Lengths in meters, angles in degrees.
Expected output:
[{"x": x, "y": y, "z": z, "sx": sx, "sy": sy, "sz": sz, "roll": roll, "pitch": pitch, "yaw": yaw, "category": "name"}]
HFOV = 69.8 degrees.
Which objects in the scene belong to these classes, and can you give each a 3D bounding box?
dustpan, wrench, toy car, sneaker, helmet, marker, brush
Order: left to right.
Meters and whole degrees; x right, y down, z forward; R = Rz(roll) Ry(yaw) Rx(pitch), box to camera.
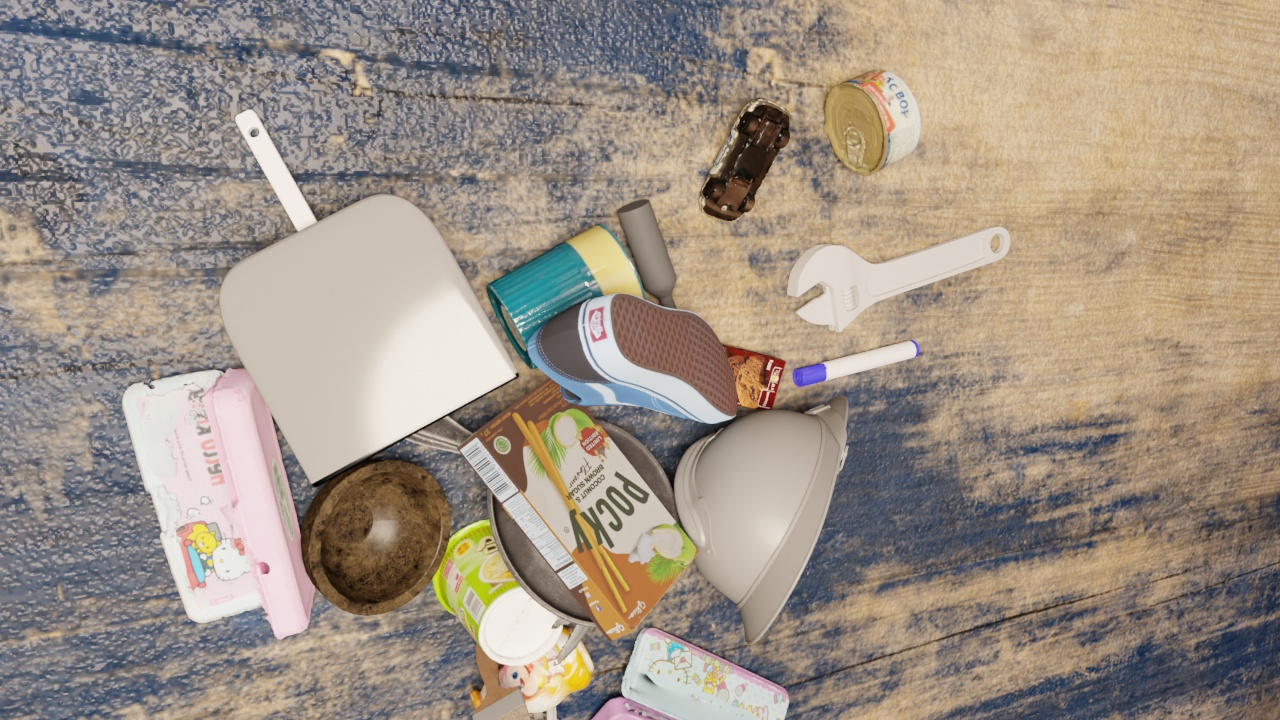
[{"x": -0.220, "y": -0.063, "z": 0.654, "sx": 0.163, "sy": 0.033, "sz": 0.257, "roll": -29, "pitch": 95, "yaw": -7, "category": "dustpan"}, {"x": -0.122, "y": 0.271, "z": 0.767, "sx": 0.045, "sy": 0.143, "sz": 0.008, "roll": -28, "pitch": 112, "yaw": -7, "category": "brush"}, {"x": -0.004, "y": 0.004, "z": 0.741, "sx": 0.241, "sy": 0.098, "sz": 0.083, "roll": 23, "pitch": 57, "yaw": -57, "category": "sneaker"}, {"x": 0.090, "y": -0.176, "z": 0.810, "sx": 0.048, "sy": 0.040, "sz": 0.113, "roll": 17, "pitch": 113, "yaw": -27, "category": "toy car"}, {"x": 0.091, "y": 0.110, "z": 0.811, "sx": 0.118, "sy": 0.270, "sz": 0.184, "roll": 25, "pitch": 128, "yaw": 2, "category": "helmet"}, {"x": 0.218, "y": 0.002, "z": 0.923, "sx": 0.141, "sy": 0.020, "sz": 0.020, "roll": -13, "pitch": 108, "yaw": -21, "category": "marker"}, {"x": 0.266, "y": -0.099, "z": 0.921, "sx": 0.272, "sy": 0.018, "sz": 0.087, "roll": -19, "pitch": 109, "yaw": -21, "category": "wrench"}]

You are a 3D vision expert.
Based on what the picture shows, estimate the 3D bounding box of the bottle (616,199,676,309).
[{"x": 0.012, "y": -0.082, "z": 0.801, "sx": 0.030, "sy": 0.030, "sz": 0.113, "roll": -27, "pitch": 113, "yaw": -16, "category": "bottle"}]

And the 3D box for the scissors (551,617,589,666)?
[{"x": -0.029, "y": 0.219, "z": 0.808, "sx": 0.209, "sy": 0.015, "sz": 0.147, "roll": -49, "pitch": 141, "yaw": -52, "category": "scissors"}]

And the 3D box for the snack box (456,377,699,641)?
[{"x": -0.045, "y": 0.110, "z": 0.715, "sx": 0.186, "sy": 0.032, "sz": 0.100, "roll": 52, "pitch": 43, "yaw": -1, "category": "snack box"}]

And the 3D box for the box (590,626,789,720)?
[{"x": 0.052, "y": 0.368, "z": 0.930, "sx": 0.214, "sy": 0.049, "sz": 0.150, "roll": 32, "pitch": 85, "yaw": -28, "category": "box"}]

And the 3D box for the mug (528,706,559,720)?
[{"x": -0.093, "y": 0.369, "z": 0.848, "sx": 0.084, "sy": 0.070, "sz": 0.113, "roll": 9, "pitch": 101, "yaw": -26, "category": "mug"}]

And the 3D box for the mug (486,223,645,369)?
[{"x": -0.055, "y": -0.038, "z": 0.753, "sx": 0.107, "sy": 0.083, "sz": 0.114, "roll": -30, "pitch": 117, "yaw": -15, "category": "mug"}]

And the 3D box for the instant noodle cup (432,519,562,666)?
[{"x": -0.115, "y": 0.199, "z": 0.772, "sx": 0.098, "sy": 0.108, "sz": 0.099, "roll": -7, "pitch": 107, "yaw": -23, "category": "instant noodle cup"}]

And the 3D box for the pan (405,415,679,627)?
[{"x": -0.108, "y": 0.083, "z": 0.745, "sx": 0.356, "sy": 0.055, "sz": 0.186, "roll": 34, "pitch": 46, "yaw": -19, "category": "pan"}]

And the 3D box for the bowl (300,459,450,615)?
[{"x": -0.218, "y": 0.135, "z": 0.732, "sx": 0.121, "sy": 0.056, "sz": 0.121, "roll": -7, "pitch": 100, "yaw": -44, "category": "bowl"}]

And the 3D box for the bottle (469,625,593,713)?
[{"x": -0.098, "y": 0.288, "z": 0.829, "sx": 0.108, "sy": 0.063, "sz": 0.063, "roll": -27, "pitch": 113, "yaw": -15, "category": "bottle"}]

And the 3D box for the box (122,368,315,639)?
[{"x": -0.314, "y": 0.110, "z": 0.678, "sx": 0.102, "sy": 0.087, "sz": 0.202, "roll": -10, "pitch": 108, "yaw": -9, "category": "box"}]

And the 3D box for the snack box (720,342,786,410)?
[{"x": 0.062, "y": 0.008, "z": 0.846, "sx": 0.140, "sy": 0.032, "sz": 0.051, "roll": 13, "pitch": 98, "yaw": -27, "category": "snack box"}]

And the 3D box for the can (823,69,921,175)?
[{"x": 0.207, "y": -0.214, "z": 0.825, "sx": 0.043, "sy": 0.086, "sz": 0.086, "roll": -27, "pitch": 113, "yaw": -18, "category": "can"}]
